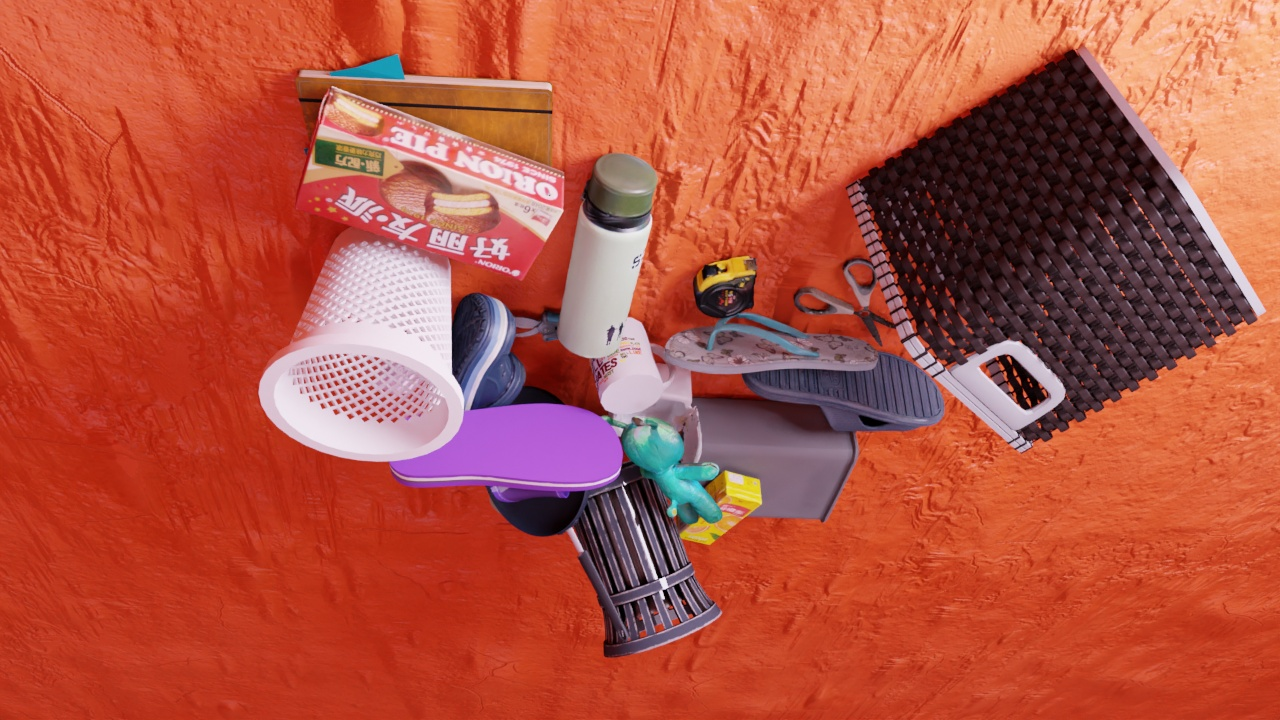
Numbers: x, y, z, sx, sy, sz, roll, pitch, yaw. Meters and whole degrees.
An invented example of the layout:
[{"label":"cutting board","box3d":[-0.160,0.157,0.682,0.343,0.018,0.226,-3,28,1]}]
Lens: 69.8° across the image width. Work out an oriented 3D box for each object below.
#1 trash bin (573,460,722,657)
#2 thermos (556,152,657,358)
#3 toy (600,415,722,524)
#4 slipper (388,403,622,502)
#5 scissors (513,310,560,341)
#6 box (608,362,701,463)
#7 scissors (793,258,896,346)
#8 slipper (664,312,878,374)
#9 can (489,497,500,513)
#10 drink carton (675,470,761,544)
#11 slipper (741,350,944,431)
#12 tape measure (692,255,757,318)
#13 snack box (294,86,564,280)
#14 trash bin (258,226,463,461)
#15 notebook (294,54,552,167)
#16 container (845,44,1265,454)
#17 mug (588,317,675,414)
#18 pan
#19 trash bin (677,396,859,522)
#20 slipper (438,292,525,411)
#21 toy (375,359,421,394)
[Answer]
[{"label":"trash bin","box3d":[-0.009,0.253,1.224,0.164,0.227,0.164,-20,174,-2]},{"label":"thermos","box3d":[-0.039,-0.111,0.976,0.082,0.082,0.232,6,135,-10]},{"label":"toy","box3d":[0.029,0.133,1.119,0.131,0.072,0.193,-11,120,47]},{"label":"slipper","box3d":[-0.158,0.120,1.086,0.266,0.107,0.084,-1,143,-8]},{"label":"scissors","box3d":[-0.081,-0.039,1.109,0.157,0.019,0.124,-24,137,24]},{"label":"box","box3d":[0.027,0.089,1.182,0.128,0.136,0.109,9,142,-12]},{"label":"scissors","box3d":[0.254,-0.065,1.099,0.162,0.012,0.158,-3,142,2]},{"label":"slipper","box3d":[0.157,-0.028,1.095,0.268,0.098,0.055,1,117,-15]},{"label":"can","box3d":[-0.153,0.170,1.322,0.128,0.073,0.128,-1,141,-1]},{"label":"drink carton","box3d":[0.105,0.201,1.250,0.058,0.042,0.135,17,139,-22]},{"label":"slipper","box3d":[0.251,0.040,1.170,0.263,0.101,0.083,10,147,-5]},{"label":"tape measure","box3d":[0.096,-0.083,1.048,0.072,0.042,0.072,-7,142,-1]},{"label":"snack box","box3d":[-0.202,-0.166,0.892,0.236,0.060,0.113,17,139,-22]},{"label":"trash bin","box3d":[-0.277,-0.031,0.969,0.195,0.199,0.196,-1,141,-1]},{"label":"notebook","box3d":[-0.211,-0.212,0.895,0.249,0.014,0.179,2,141,-5]},{"label":"container","box3d":[0.388,-0.104,0.879,0.244,0.245,0.247,-34,131,29]},{"label":"mug","box3d":[-0.007,0.006,1.094,0.105,0.089,0.074,3,138,-25]},{"label":"pan","box3d":[-0.101,0.197,1.181,0.021,0.356,0.199,-9,154,-51]},{"label":"trash bin","box3d":[0.168,0.140,1.282,0.220,0.097,0.192,3,141,-4]},{"label":"slipper","box3d":[-0.189,0.012,1.107,0.095,0.105,0.254,9,143,-19]},{"label":"toy","box3d":[-0.279,0.008,1.094,0.064,0.109,0.047,-19,115,18]}]
